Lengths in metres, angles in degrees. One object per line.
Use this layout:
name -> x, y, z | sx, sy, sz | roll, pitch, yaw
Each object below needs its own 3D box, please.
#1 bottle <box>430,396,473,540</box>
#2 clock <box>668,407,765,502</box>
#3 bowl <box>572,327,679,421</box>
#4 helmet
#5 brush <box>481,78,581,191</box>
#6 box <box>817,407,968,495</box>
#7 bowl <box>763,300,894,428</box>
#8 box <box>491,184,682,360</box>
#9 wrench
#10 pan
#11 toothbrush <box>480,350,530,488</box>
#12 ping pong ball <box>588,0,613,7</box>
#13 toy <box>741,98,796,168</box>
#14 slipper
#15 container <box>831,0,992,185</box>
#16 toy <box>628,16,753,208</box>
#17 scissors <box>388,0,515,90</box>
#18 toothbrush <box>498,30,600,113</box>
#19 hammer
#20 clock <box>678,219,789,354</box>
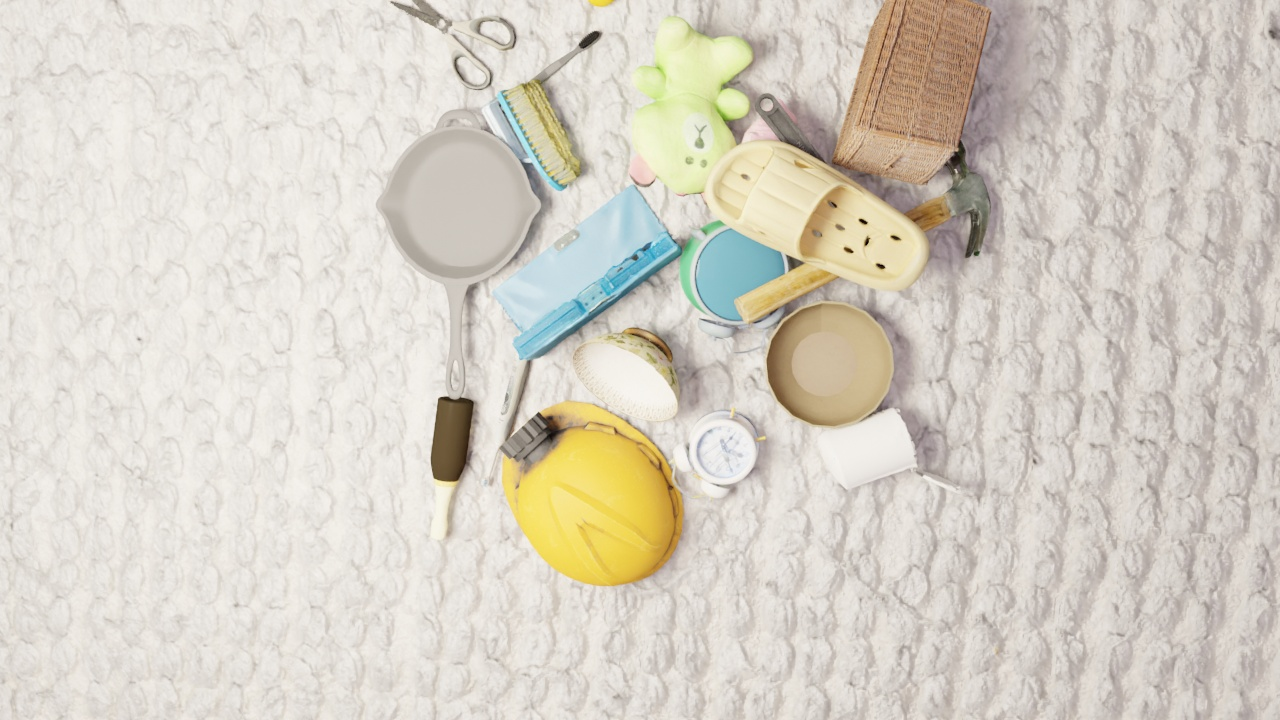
bottle -> -0.247, 0.140, 1.173 | 0.045, 0.045, 0.184 | 9, 97, 4
clock -> 0.093, 0.120, 1.140 | 0.089, 0.052, 0.125 | 42, 101, -1
bowl -> -0.006, 0.006, 1.114 | 0.145, 0.145, 0.063 | 30, 60, 1
helmet -> -0.064, 0.178, 1.119 | 0.205, 0.131, 0.255 | -42, 92, 7
brush -> -0.130, -0.266, 1.117 | 0.075, 0.055, 0.136 | -23, 101, 32
box -> 0.304, 0.126, 1.109 | 0.147, 0.084, 0.136 | -22, 87, 6
bowl -> 0.225, 0.005, 1.112 | 0.152, 0.050, 0.152 | 0, 91, 6
box -> -0.073, -0.109, 1.111 | 0.232, 0.094, 0.112 | -36, 89, 8
wrench -> 0.221, -0.193, 1.043 | 0.073, 0.018, 0.273 | -39, 91, 2
pan -> -0.225, -0.129, 1.143 | 0.217, 0.024, 0.354 | 2, 94, 13
toothbrush -> -0.173, 0.076, 1.172 | 0.022, 0.024, 0.186 | 24, 100, 43
ping pong ball -> -0.048, -0.444, 1.097 | 0.040, 0.040, 0.040 | 1, 96, 5
toy -> 0.160, -0.262, 1.087 | 0.053, 0.099, 0.095 | 7, 70, 41
slipper -> 0.196, -0.160, 1.002 | 0.261, 0.079, 0.111 | 28, 97, 4
container -> 0.301, -0.306, 1.024 | 0.113, 0.114, 0.198 | 16, 82, 2
toy -> 0.054, -0.290, 1.080 | 0.150, 0.107, 0.197 | 11, 107, -19
scissors -> -0.227, -0.411, 1.132 | 0.150, 0.012, 0.165 | -21, 92, 6
toothbrush -> -0.117, -0.352, 1.129 | 0.167, 0.013, 0.013 | -36, 93, 10
hammer -> 0.262, -0.129, 1.073 | 0.330, 0.033, 0.132 | -27, 96, -7
clock -> 0.115, -0.088, 1.103 | 0.122, 0.075, 0.162 | -14, 105, -8
